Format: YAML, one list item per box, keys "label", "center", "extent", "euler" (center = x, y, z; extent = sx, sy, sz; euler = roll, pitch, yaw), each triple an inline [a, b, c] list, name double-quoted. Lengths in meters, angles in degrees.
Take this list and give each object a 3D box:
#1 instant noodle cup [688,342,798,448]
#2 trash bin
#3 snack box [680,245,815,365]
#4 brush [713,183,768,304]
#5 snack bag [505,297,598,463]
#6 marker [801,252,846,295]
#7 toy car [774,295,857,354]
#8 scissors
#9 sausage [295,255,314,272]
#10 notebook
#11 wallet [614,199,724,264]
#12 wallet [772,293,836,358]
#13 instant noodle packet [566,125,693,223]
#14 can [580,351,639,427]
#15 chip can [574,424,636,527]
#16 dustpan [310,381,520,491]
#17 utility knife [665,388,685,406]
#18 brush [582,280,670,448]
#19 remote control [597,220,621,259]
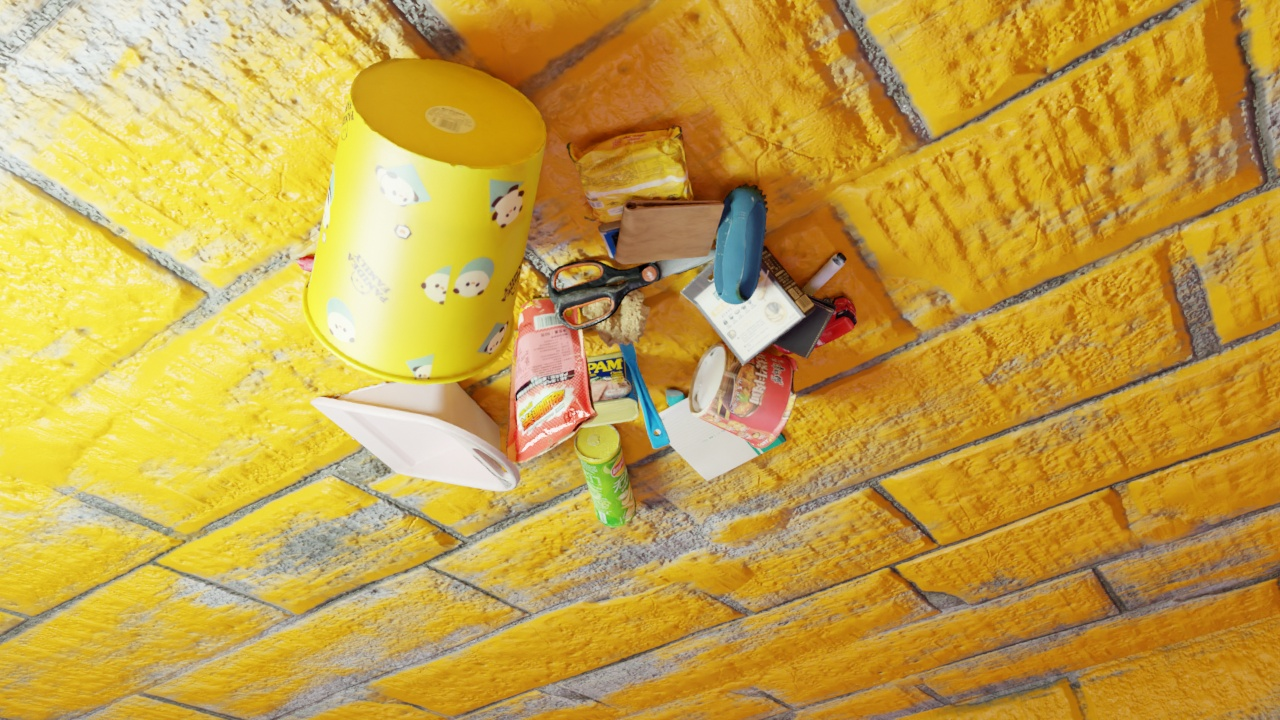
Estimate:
- label: "instant noodle cup"
  center: [0.137, 0.043, 1.273]
  extent: [0.108, 0.137, 0.138]
  euler: [19, 135, -17]
- label: "trash bin"
  center: [-0.212, -0.144, 0.930]
  extent: [0.229, 0.229, 0.256]
  euler: [8, 133, -18]
- label: "snack box"
  center: [0.134, -0.076, 1.152]
  extent: [0.113, 0.125, 0.053]
  euler: [-41, 174, 35]
- label: "brush"
  center: [0.114, -0.130, 1.066]
  extent: [0.055, 0.073, 0.144]
  euler: [11, 119, 12]
- label: "snack bag"
  center: [-0.115, 0.019, 1.142]
  extent: [0.129, 0.207, 0.073]
  euler: [-26, 139, 21]
- label: "marker"
  center: [0.221, -0.095, 1.199]
  extent: [0.022, 0.018, 0.131]
  euler: [23, 133, -19]
- label: "toy car"
  center: [0.235, -0.044, 1.244]
  extent: [0.121, 0.045, 0.053]
  euler: [-25, 136, 25]
- label: "scissors"
  center: [-0.006, -0.117, 1.121]
  extent: [0.235, 0.125, 0.021]
  euler: [-36, 177, 6]
- label: "sausage"
  center: [-0.337, -0.104, 1.070]
  extent: [0.156, 0.020, 0.020]
  euler: [12, 144, 16]
- label: "notebook"
  center: [0.122, 0.108, 1.426]
  extent: [0.150, 0.012, 0.209]
  euler: [-29, 137, 14]
- label: "wallet"
  center: [0.031, -0.149, 1.056]
  extent: [0.115, 0.020, 0.101]
  euler: [-3, 152, -11]
- label: "wallet"
  center: [0.182, -0.059, 1.202]
  extent: [0.122, 0.020, 0.097]
  euler: [23, 133, 3]
- label: "instant noodle packet"
  center: [-0.010, -0.205, 1.012]
  extent: [0.128, 0.044, 0.111]
  euler: [-9, 143, 7]
- label: "can"
  center: [-0.053, 0.042, 1.276]
  extent: [0.102, 0.083, 0.057]
  euler: [-9, 141, 3]
- label: "chip can"
  center: [-0.053, 0.188, 1.466]
  extent: [0.072, 0.072, 0.222]
  euler: [-8, 141, 2]
- label: "dustpan"
  center: [-0.309, 0.128, 1.305]
  extent: [0.274, 0.138, 0.222]
  euler: [-20, 140, 16]
- label: "utility knife"
  center: [0.063, 0.094, 1.411]
  extent: [0.029, 0.013, 0.171]
  euler: [-9, 139, 6]
- label: "brush"
  center: [-0.007, 0.007, 1.202]
  extent: [0.083, 0.045, 0.255]
  euler: [-19, 116, -1]
- label: "remote control"
  center: [0.016, -0.155, 1.091]
  extent: [0.125, 0.024, 0.049]
  euler: [-13, 141, 8]
